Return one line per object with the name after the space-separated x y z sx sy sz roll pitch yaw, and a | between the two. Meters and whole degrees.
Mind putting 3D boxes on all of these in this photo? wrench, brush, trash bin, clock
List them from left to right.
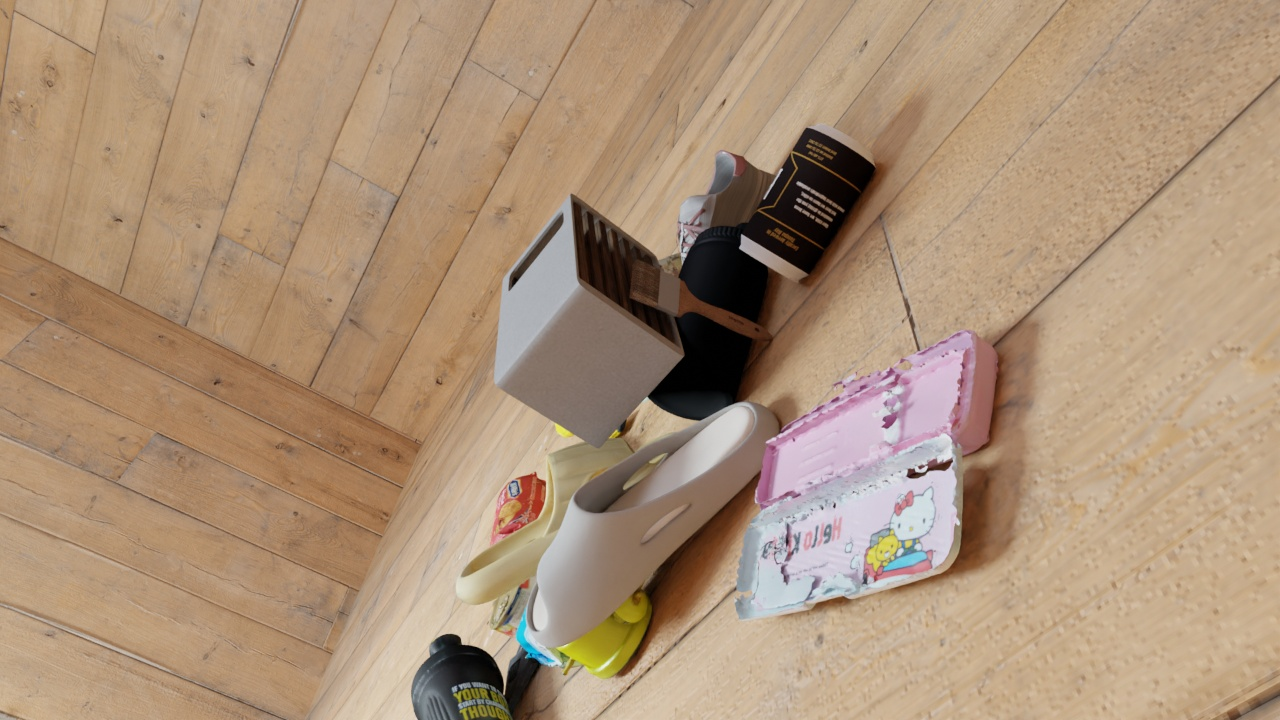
-0.151 0.401 0.954 0.073 0.018 0.272 -36 30 58 | wrench
-0.053 -0.045 0.862 0.115 0.114 0.228 -48 23 19 | trash bin
-0.025 0.214 0.784 0.119 0.057 0.083 -52 15 12 | clock
0.056 -0.046 0.814 0.008 0.143 0.045 -50 27 43 | brush

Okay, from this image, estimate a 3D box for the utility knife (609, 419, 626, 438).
-0.051 0.104 1.167 0.159 0.017 0.030 -41 20 53 | utility knife

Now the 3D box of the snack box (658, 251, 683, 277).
-0.018 -0.078 1.182 0.146 0.041 0.143 -23 -6 -30 | snack box

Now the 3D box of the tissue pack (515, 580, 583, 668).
-0.061 0.223 0.880 0.093 0.061 0.144 -24 41 62 | tissue pack

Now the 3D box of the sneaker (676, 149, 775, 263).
0.072 -0.135 1.022 0.099 0.089 0.235 -21 42 59 | sneaker

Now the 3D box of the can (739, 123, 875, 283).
0.148 -0.140 0.817 0.129 0.072 0.072 -59 14 10 | can

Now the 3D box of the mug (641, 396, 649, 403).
-0.006 0.006 1.013 0.112 0.104 0.084 -48 20 42 | mug

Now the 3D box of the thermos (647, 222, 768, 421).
0.070 -0.048 0.885 0.086 0.086 0.198 -41 24 54 | thermos

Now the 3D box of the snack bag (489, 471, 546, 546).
-0.158 0.215 1.208 0.082 0.082 0.176 -58 14 15 | snack bag

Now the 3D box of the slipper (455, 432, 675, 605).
-0.071 0.129 0.858 0.261 0.079 0.111 -34 10 -8 | slipper

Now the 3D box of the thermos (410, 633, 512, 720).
-0.165 0.361 0.894 0.098 0.098 0.221 -61 26 1 | thermos

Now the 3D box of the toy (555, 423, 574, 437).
-0.070 0.031 1.233 0.194 0.087 0.134 -32 36 62 | toy

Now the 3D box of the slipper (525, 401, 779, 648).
-0.009 0.114 0.740 0.266 0.080 0.113 -41 24 7 | slipper

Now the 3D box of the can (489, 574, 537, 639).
-0.140 0.284 1.081 0.086 0.043 0.086 -56 15 22 | can

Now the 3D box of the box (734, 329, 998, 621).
0.128 0.076 0.555 0.202 0.037 0.152 -40 28 56 | box
